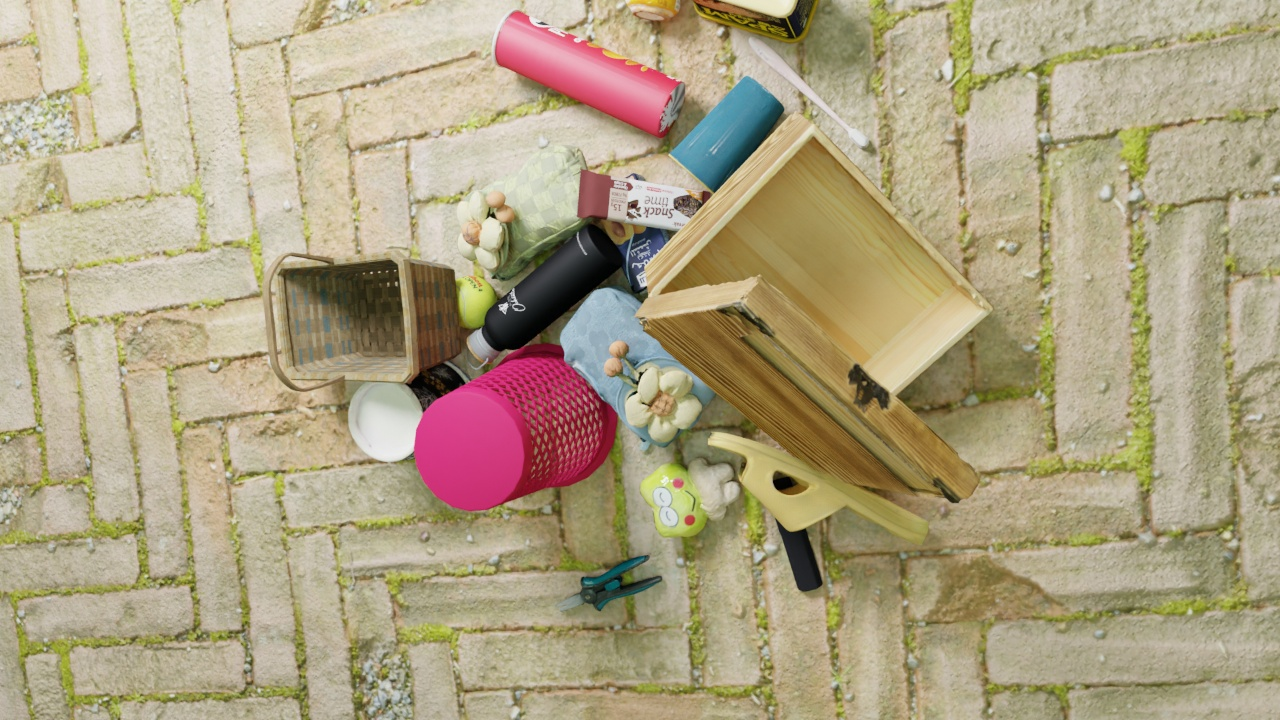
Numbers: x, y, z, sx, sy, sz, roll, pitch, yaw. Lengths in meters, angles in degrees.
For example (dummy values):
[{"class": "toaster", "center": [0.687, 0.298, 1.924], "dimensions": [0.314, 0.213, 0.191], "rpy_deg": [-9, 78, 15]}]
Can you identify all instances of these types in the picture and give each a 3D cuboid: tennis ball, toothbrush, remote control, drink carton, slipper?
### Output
[{"class": "tennis ball", "center": [-0.210, -0.072, 1.134], "dimensions": [0.065, 0.065, 0.065], "rpy_deg": [2, 97, 16]}, {"class": "toothbrush", "center": [0.186, -0.299, 1.020], "dimensions": [0.181, 0.018, 0.016], "rpy_deg": [45, 105, 7]}, {"class": "remote control", "center": [0.180, 0.206, 1.081], "dimensions": [0.032, 0.015, 0.136], "rpy_deg": [-17, 92, 17]}, {"class": "drink carton", "center": [-0.002, -0.148, 1.079], "dimensions": [0.064, 0.040, 0.130], "rpy_deg": [-24, 90, 18]}, {"class": "slipper", "center": [0.188, 0.154, 1.019], "dimensions": [0.263, 0.099, 0.078], "rpy_deg": [24, 91, 1]}]

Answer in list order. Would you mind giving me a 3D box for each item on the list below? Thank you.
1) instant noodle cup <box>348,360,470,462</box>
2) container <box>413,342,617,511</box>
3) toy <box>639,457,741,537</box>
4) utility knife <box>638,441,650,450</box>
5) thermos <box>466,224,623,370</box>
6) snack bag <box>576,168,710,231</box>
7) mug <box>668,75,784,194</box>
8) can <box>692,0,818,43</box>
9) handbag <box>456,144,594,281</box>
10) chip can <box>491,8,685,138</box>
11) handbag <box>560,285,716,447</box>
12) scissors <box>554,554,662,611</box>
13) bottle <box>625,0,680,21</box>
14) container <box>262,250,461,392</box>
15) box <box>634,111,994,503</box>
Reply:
[{"class": "instant noodle cup", "center": [-0.291, 0.067, 1.149], "dimensions": [0.137, 0.112, 0.137], "rpy_deg": [2, 97, 16]}, {"class": "container", "center": [-0.147, 0.082, 1.050], "dimensions": [0.183, 0.225, 0.183], "rpy_deg": [2, 97, 16]}, {"class": "toy", "center": [0.061, 0.160, 1.096], "dimensions": [0.115, 0.046, 0.092], "rpy_deg": [-22, 87, 9]}, {"class": "utility knife", "center": [0.039, 0.032, 1.101], "dimensions": [0.022, 0.015, 0.179], "rpy_deg": [29, 102, 12]}, {"class": "thermos", "center": [-0.125, -0.066, 1.080], "dimensions": [0.232, 0.061, 0.061], "rpy_deg": [-37, 86, 22]}, {"class": "snack bag", "center": [0.006, -0.177, 1.041], "dimensions": [0.157, 0.013, 0.057], "rpy_deg": [7, 85, -19]}, {"class": "mug", "center": [0.100, -0.251, 1.024], "dimensions": [0.078, 0.078, 0.121], "rpy_deg": [42, 100, 8]}, {"class": "can", "center": [0.117, -0.402, 0.981], "dimensions": [0.135, 0.104, 0.075], "rpy_deg": [22, 102, 12]}, {"class": "handbag", "center": [-0.142, -0.174, 1.068], "dimensions": [0.187, 0.116, 0.113], "rpy_deg": [-28, 86, 33]}, {"class": "chip can", "center": [-0.060, -0.331, 1.059], "dimensions": [0.220, 0.069, 0.069], "rpy_deg": [27, 103, 11]}, {"class": "handbag", "center": [-0.006, 0.006, 1.049], "dimensions": [0.192, 0.118, 0.122], "rpy_deg": [45, 109, 5]}, {"class": "scissors", "center": [-0.043, 0.279, 1.151], "dimensions": [0.128, 0.019, 0.141], "rpy_deg": [20, 109, 7]}, {"class": "bottle", "center": [0.021, -0.440, 1.026], "dimensions": [0.063, 0.063, 0.108], "rpy_deg": [12, 99, 14]}, {"class": "container", "center": [-0.354, -0.049, 1.084], "dimensions": [0.250, 0.186, 0.157], "rpy_deg": [0, 97, 36]}, {"class": "box", "center": [0.163, -0.015, 0.868], "dimensions": [0.279, 0.314, 0.282], "rpy_deg": [39, 109, -19]}]
